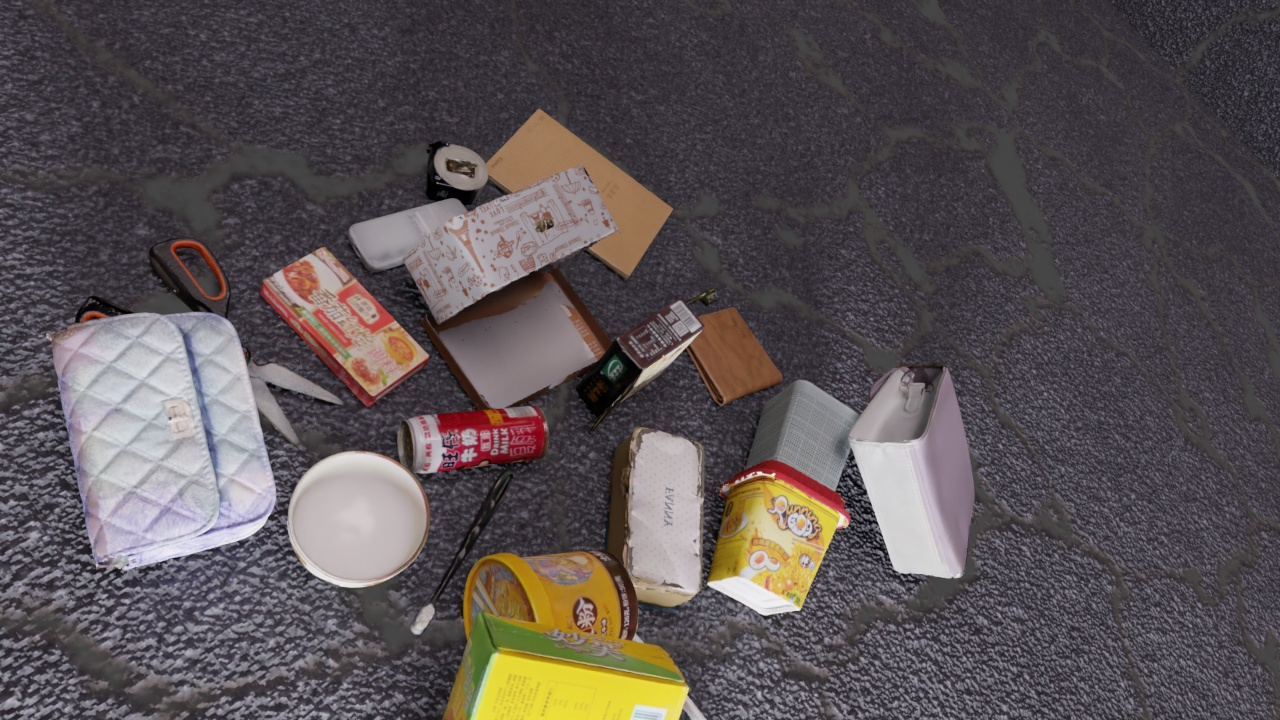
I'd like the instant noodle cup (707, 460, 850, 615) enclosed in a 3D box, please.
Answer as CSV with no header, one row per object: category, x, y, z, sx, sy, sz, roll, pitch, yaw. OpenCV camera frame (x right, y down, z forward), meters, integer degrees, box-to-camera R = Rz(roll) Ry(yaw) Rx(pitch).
instant noodle cup,0.132,0.183,0.932,0.116,0.116,0.123,30,63,-11

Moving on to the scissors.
scissors,-0.384,-0.010,0.811,0.210,0.022,0.221,-14,75,-32

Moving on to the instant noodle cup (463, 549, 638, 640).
instant noodle cup,-0.074,0.218,0.788,0.114,0.119,0.118,-2,63,-40

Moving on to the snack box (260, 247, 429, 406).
snack box,-0.281,-0.034,0.876,0.153,0.026,0.075,46,51,3

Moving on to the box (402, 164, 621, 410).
box,-0.111,-0.059,0.922,0.182,0.157,0.193,-31,94,-36

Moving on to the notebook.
notebook,-0.072,-0.205,1.110,0.211,0.012,0.149,36,49,-6

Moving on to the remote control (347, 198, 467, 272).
remote control,-0.237,-0.133,0.965,0.135,0.020,0.056,-25,75,-37

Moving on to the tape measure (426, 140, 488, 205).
tape measure,-0.204,-0.207,1.021,0.066,0.034,0.065,7,60,-26

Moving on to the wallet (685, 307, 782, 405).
wallet,0.103,-0.008,1.086,0.101,0.020,0.115,-18,69,-38

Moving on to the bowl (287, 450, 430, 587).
bowl,-0.239,0.139,0.770,0.113,0.062,0.113,14,55,-21

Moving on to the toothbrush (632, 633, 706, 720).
toothbrush,0.007,0.280,0.856,0.016,0.016,0.180,-37,83,-31

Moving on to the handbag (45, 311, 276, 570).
handbag,-0.375,0.055,0.726,0.134,0.076,0.193,-12,74,-32

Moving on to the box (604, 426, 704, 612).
box,0.015,0.160,0.907,0.089,0.060,0.183,19,56,-18

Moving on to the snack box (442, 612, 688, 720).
snack box,-0.075,0.308,0.686,0.157,0.070,0.210,17,95,-21

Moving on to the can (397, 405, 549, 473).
can,-0.157,0.074,0.863,0.132,0.053,0.053,-4,64,-31

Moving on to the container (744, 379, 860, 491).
container,0.176,0.099,1.016,0.090,0.090,0.111,32,53,-8

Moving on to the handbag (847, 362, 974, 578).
handbag,0.311,0.121,1.024,0.144,0.099,0.197,-47,125,-39

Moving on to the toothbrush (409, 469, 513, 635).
toothbrush,-0.157,0.168,0.831,0.015,0.018,0.180,32,50,-5

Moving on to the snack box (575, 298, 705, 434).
snack box,-0.006,0.006,0.952,0.125,0.114,0.053,-33,80,-40

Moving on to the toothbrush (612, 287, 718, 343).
toothbrush,0.030,-0.046,1.070,0.185,0.012,0.017,-30,87,-39
